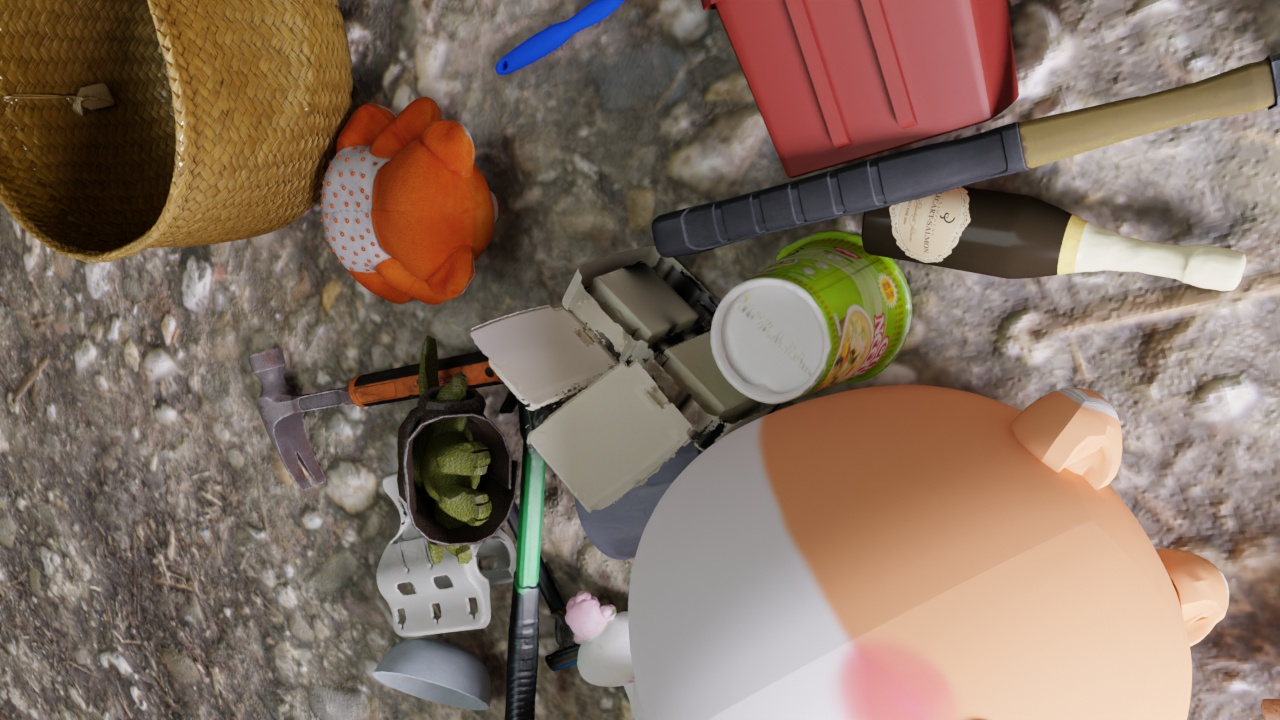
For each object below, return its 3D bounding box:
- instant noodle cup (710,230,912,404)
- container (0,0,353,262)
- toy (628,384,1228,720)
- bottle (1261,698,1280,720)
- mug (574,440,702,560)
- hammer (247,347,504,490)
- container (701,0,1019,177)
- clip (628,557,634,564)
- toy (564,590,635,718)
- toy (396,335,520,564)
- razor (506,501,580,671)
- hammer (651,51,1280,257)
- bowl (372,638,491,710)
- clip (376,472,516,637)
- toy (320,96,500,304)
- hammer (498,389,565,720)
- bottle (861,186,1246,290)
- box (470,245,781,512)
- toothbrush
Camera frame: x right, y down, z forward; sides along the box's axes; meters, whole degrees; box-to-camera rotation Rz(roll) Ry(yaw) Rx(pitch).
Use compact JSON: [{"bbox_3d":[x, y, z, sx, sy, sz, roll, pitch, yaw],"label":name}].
[{"bbox_3d":[0.096,-0.021,0.539,0.099,0.107,0.099,9,108,29],"label":"instant noodle cup"},{"bbox_3d":[-0.389,-0.236,0.741,0.307,0.196,0.307,9,107,29],"label":"container"},{"bbox_3d":[0.135,0.140,0.465,0.281,0.265,0.263,-36,111,17],"label":"toy"},{"bbox_3d":[0.375,0.166,0.437,0.132,0.061,0.061,-22,88,35],"label":"bottle"},{"bbox_3d":[0.018,0.068,0.639,0.104,0.083,0.123,-21,64,34],"label":"mug"},{"bbox_3d":[-0.227,0.037,0.807,0.315,0.034,0.138,-10,97,34],"label":"hammer"},{"bbox_3d":[0.107,-0.210,0.469,0.148,0.126,0.201,-11,107,34],"label":"container"},{"bbox_3d":[0.009,0.140,0.688,0.061,0.024,0.041,30,117,27],"label":"clip"},{"bbox_3d":[-0.012,0.230,0.717,0.122,0.037,0.079,46,118,2],"label":"toy"},{"bbox_3d":[-0.138,0.077,0.678,0.153,0.078,0.179,-163,71,-70],"label":"toy"},{"bbox_3d":[-0.081,0.183,0.761,0.043,0.022,0.144,-26,82,26],"label":"razor"},{"bbox_3d":[0.159,-0.097,0.448,0.334,0.117,0.025,-11,94,27],"label":"hammer"},{"bbox_3d":[-0.180,0.275,0.815,0.106,0.039,0.106,11,149,7],"label":"bowl"},{"bbox_3d":[-0.169,0.159,0.800,0.126,0.095,0.152,-18,72,33],"label":"clip"},{"bbox_3d":[-0.171,-0.117,0.703,0.173,0.092,0.164,11,106,43],"label":"toy"},{"bbox_3d":[-0.087,0.165,0.705,0.130,0.032,0.319,-138,50,-64],"label":"hammer"},{"bbox_3d":[0.214,-0.064,0.489,0.185,0.045,0.045,15,110,29],"label":"bottle"},{"bbox_3d":[-0.004,0.004,0.565,0.143,0.183,0.050,47,129,18],"label":"box"},{"bbox_3d":[-0.034,-0.233,0.623,0.183,0.018,0.016,-15,94,37],"label":"toothbrush"}]
